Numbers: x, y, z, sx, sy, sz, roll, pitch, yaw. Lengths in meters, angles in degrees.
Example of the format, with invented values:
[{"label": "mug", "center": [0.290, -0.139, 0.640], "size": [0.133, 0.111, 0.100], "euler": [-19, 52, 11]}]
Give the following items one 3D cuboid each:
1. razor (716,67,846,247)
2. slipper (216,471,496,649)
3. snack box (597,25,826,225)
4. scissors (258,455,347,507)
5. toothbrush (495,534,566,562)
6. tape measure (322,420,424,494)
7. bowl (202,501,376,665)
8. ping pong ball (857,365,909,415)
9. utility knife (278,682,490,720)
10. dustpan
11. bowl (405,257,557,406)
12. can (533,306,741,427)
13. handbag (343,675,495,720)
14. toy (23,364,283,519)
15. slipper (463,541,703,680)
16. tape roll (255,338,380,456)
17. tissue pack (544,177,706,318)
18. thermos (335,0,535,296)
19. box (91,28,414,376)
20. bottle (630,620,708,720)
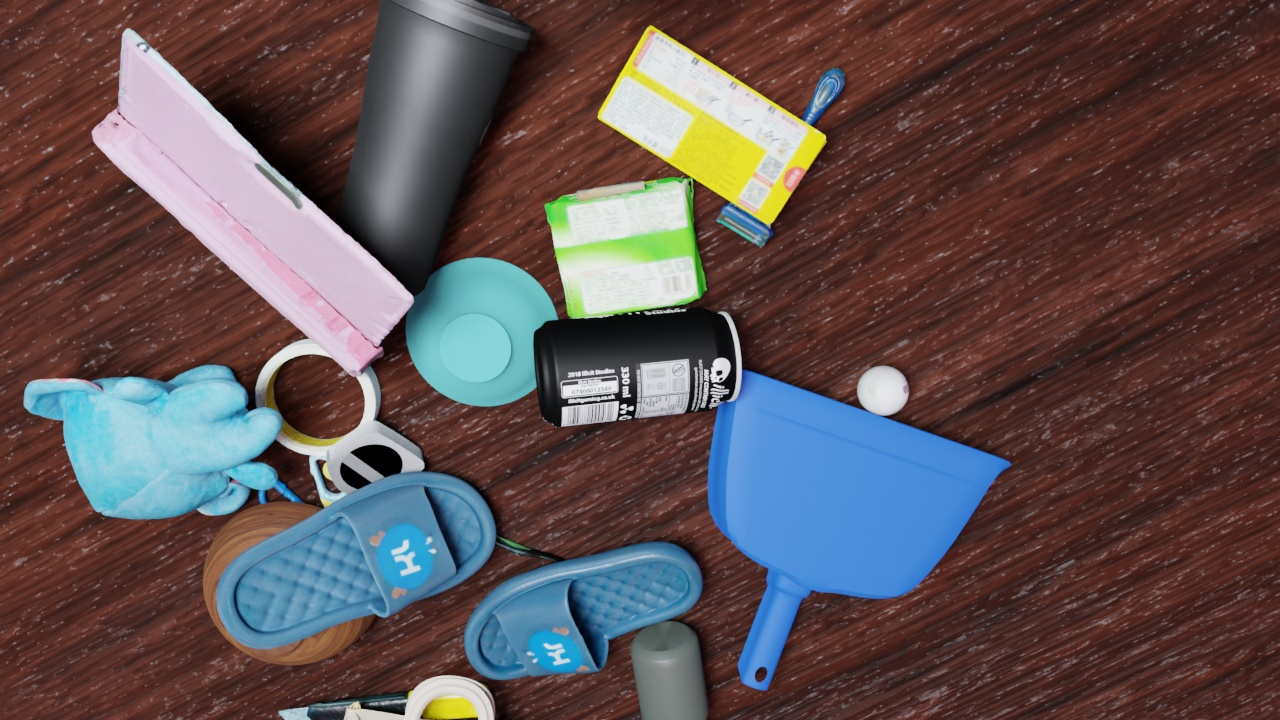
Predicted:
[{"label": "razor", "center": [0.112, -0.155, 0.691], "size": [0.044, 0.018, 0.141], "euler": [32, 101, -1]}, {"label": "slipper", "center": [-0.213, 0.151, 0.706], "size": [0.213, 0.059, 0.104], "euler": [-18, 94, -25]}, {"label": "snack box", "center": [0.052, -0.170, 0.670], "size": [0.152, 0.025, 0.075], "euler": [32, 102, -2]}, {"label": "scissors", "center": [-0.252, 0.132, 0.765], "size": [0.097, 0.020, 0.132], "euler": [-40, 103, 13]}, {"label": "toothbrush", "center": [-0.121, 0.153, 0.774], "size": [0.188, 0.014, 0.017], "euler": [25, 104, -8]}, {"label": "tape measure", "center": [-0.215, 0.083, 0.736], "size": [0.064, 0.016, 0.065], "euler": [-37, 129, 7]}, {"label": "bowl", "center": [-0.291, 0.195, 0.743], "size": [0.147, 0.068, 0.147], "euler": [1, 110, 1]}, {"label": "ping pong ball", "center": [0.194, 0.024, 0.734], "size": [0.040, 0.040, 0.040], "euler": [-1, 106, -2]}, {"label": "utility knife", "center": [-0.226, 0.307, 0.811], "size": [0.186, 0.020, 0.029], "euler": [-5, 106, -2]}, {"label": "dustpan", "center": [0.143, 0.161, 0.763], "size": [0.245, 0.059, 0.257], "euler": [19, 95, -7]}, {"label": "bowl", "center": [-0.125, -0.015, 0.708], "size": [0.121, 0.046, 0.121], "euler": [-1, 106, -2]}, {"label": "can", "center": [-0.004, 0.004, 0.691], "size": [0.146, 0.080, 0.080], "euler": [-6, 106, -11]}, {"label": "handbag", "center": [-0.178, 0.356, 0.784], "size": [0.194, 0.101, 0.198], "euler": [11, 104, -8]}, {"label": "toy", "center": [-0.346, 0.049, 0.690], "size": [0.181, 0.114, 0.183], "euler": [-24, 129, 23]}, {"label": "slipper", "center": [-0.050, 0.212, 0.759], "size": [0.214, 0.059, 0.104], "euler": [-24, 118, 9]}, {"label": "tape roll", "center": [-0.256, 0.030, 0.730], "size": [0.094, 0.019, 0.094], "euler": [0, 106, -2]}, {"label": "tissue pack", "center": [-0.010, -0.086, 0.698], "size": [0.114, 0.034, 0.099], "euler": [-9, 109, 0]}, {"label": "thermos", "center": [-0.156, -0.157, 0.643], "size": [0.106, 0.105, 0.219], "euler": [20, 109, -8]}, {"label": "box", "center": [-0.263, -0.085, 0.618], "size": [0.233, 0.181, 0.050], "euler": [44, 65, -7]}, {"label": "bottle", "center": [0.027, 0.285, 0.793], "size": [0.060, 0.060, 0.108], "euler": [-9, 106, 0]}]
